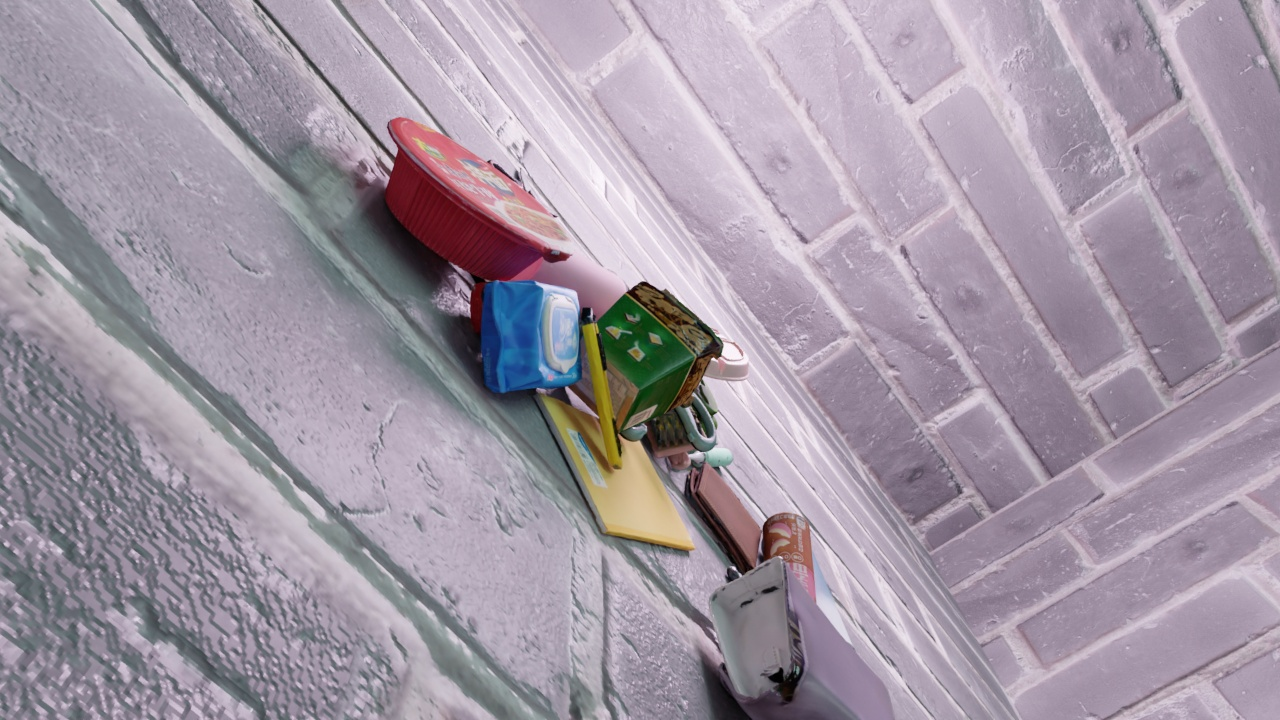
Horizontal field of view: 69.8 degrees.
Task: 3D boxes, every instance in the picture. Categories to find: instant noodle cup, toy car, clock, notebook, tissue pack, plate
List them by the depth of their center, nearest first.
[{"bbox_3d":[-0.089,-0.021,0.786,0.157,0.052,0.095,-1,89,-75],"label":"tissue pack"},{"bbox_3d":[-0.155,-0.133,0.820,0.194,0.066,0.193,35,14,-10],"label":"instant noodle cup"},{"bbox_3d":[-0.123,-0.043,0.827,0.106,0.031,0.049,2,87,-73],"label":"toy car"},{"bbox_3d":[-0.019,0.111,0.877,0.145,0.010,0.206,61,13,25],"label":"notebook"},{"bbox_3d":[0.043,-0.036,1.213,0.229,0.028,0.229,22,15,-7],"label":"plate"},{"bbox_3d":[0.059,0.049,1.236,0.161,0.056,0.116,51,13,-16],"label":"clock"}]

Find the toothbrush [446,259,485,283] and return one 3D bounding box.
[{"bbox_3d":[-0.133,-0.051,0.878,0.189,0.014,0.017,49,23,-27],"label":"toothbrush"}]

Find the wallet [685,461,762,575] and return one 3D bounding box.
[{"bbox_3d":[0.099,0.186,1.080,0.124,0.032,0.101,53,15,-6],"label":"wallet"}]

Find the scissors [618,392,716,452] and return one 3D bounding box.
[{"bbox_3d":[0.026,0.041,1.002,0.178,0.019,0.172,30,36,-18],"label":"scissors"}]

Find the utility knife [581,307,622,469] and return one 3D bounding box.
[{"bbox_3d":[-0.034,0.026,0.839,0.033,0.015,0.154,-35,114,-82],"label":"utility knife"}]

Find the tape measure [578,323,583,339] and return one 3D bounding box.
[{"bbox_3d":[-0.055,-0.016,1.013,0.057,0.039,0.057,57,12,11],"label":"tape measure"}]

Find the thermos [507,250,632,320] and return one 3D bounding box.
[{"bbox_3d":[-0.070,-0.091,1.027,0.198,0.067,0.087,23,45,-52],"label":"thermos"}]

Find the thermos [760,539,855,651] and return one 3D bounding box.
[{"bbox_3d":[0.196,0.282,1.108,0.070,0.070,0.220,49,13,-25],"label":"thermos"}]

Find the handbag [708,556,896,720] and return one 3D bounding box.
[{"bbox_3d":[0.148,0.294,0.805,0.197,0.098,0.144,50,11,-23],"label":"handbag"}]

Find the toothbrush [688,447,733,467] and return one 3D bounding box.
[{"bbox_3d":[0.084,0.126,1.192,0.026,0.027,0.224,25,2,19],"label":"toothbrush"}]

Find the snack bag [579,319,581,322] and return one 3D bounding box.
[{"bbox_3d":[-0.104,-0.111,1.095,0.191,0.039,0.110,50,10,-34],"label":"snack bag"}]

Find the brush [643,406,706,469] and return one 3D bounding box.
[{"bbox_3d":[0.030,0.062,1.094,0.145,0.063,0.073,-113,-168,-52],"label":"brush"}]

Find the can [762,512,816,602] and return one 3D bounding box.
[{"bbox_3d":[0.171,0.244,1.056,0.058,0.058,0.147,49,27,-26],"label":"can"}]

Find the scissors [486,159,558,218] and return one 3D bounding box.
[{"bbox_3d":[-0.156,-0.224,1.258,0.189,0.015,0.222,44,15,-41],"label":"scissors"}]

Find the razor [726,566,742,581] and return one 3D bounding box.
[{"bbox_3d":[0.136,0.281,0.981,0.142,0.022,0.042,57,10,15],"label":"razor"}]

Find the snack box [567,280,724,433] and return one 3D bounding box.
[{"bbox_3d":[-0.005,0.005,0.911,0.117,0.118,0.105,42,51,15],"label":"snack box"}]
